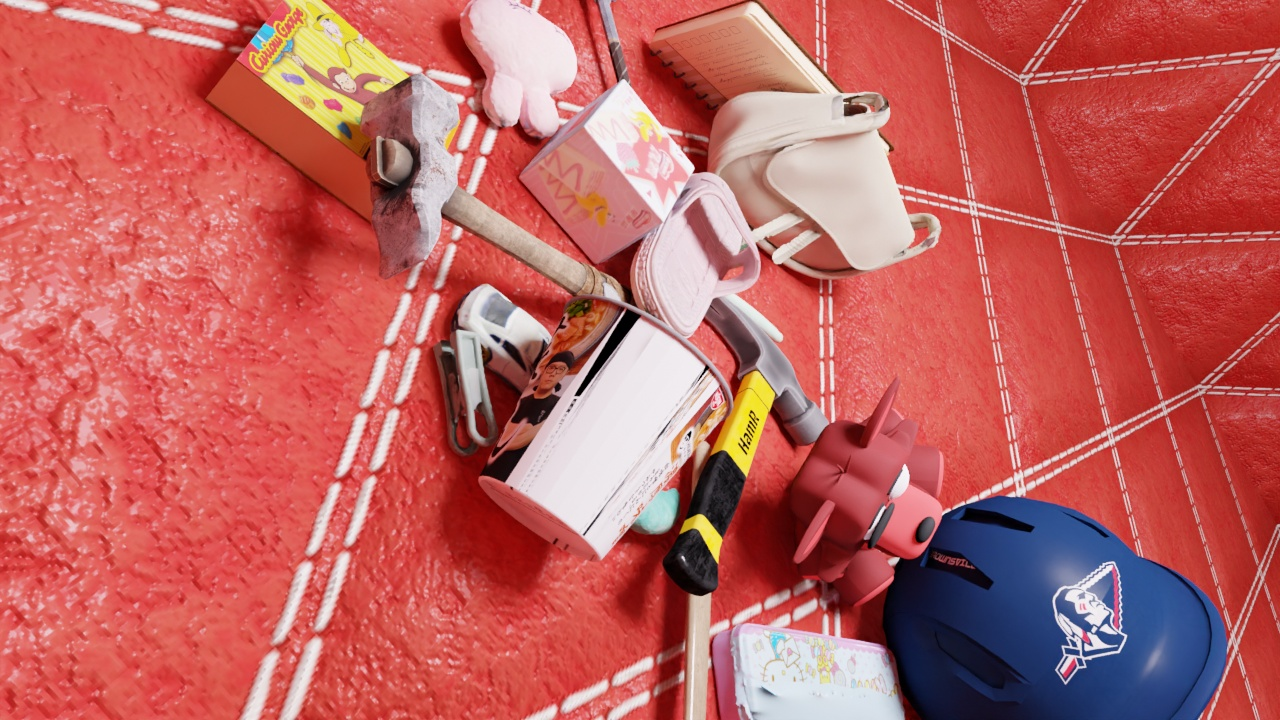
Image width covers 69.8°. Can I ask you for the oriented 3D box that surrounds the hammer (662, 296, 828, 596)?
[{"bbox_3d":[0.071,0.064,0.715,0.170,0.034,0.323,52,30,-12],"label":"hammer"}]

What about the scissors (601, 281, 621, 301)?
[{"bbox_3d":[-0.006,0.008,0.654,0.136,0.019,0.138,12,85,-61],"label":"scissors"}]

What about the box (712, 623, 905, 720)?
[{"bbox_3d":[0.136,0.249,0.705,0.214,0.033,0.076,22,52,-41],"label":"box"}]

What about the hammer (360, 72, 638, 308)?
[{"bbox_3d":[-0.060,-0.064,0.615,0.318,0.049,0.121,28,47,-55],"label":"hammer"}]

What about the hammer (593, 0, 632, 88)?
[{"bbox_3d":[-0.019,-0.267,0.837,0.098,0.044,0.321,6,64,-49],"label":"hammer"}]

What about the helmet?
[{"bbox_3d":[0.330,0.225,0.763,0.231,0.273,0.223,-44,116,-20],"label":"helmet"}]

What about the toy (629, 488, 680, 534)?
[{"bbox_3d":[-0.007,0.081,0.644,0.105,0.033,0.084,56,22,-12],"label":"toy"}]

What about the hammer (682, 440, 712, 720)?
[{"bbox_3d":[0.041,0.191,0.612,0.330,0.031,0.119,-82,153,-42],"label":"hammer"}]

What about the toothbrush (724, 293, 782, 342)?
[{"bbox_3d":[0.082,-0.061,0.851,0.154,0.015,0.022,38,12,-29],"label":"toothbrush"}]

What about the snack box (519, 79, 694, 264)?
[{"bbox_3d":[-0.024,-0.149,0.724,0.095,0.080,0.092,49,39,-19],"label":"snack box"}]

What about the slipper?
[{"bbox_3d":[0.056,-0.097,0.751,0.094,0.065,0.238,61,29,-19],"label":"slipper"}]

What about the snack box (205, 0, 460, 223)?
[{"bbox_3d":[-0.184,-0.154,0.568,0.126,0.040,0.088,38,43,-29],"label":"snack box"}]

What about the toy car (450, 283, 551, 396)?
[{"bbox_3d":[-0.078,-0.007,0.611,0.105,0.033,0.047,44,38,-25],"label":"toy car"}]

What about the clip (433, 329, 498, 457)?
[{"bbox_3d":[-0.107,0.020,0.562,0.023,0.044,0.076,5,64,-47],"label":"clip"}]

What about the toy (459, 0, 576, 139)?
[{"bbox_3d":[-0.094,-0.227,0.720,0.108,0.053,0.105,10,75,-48],"label":"toy"}]

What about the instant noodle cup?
[{"bbox_3d":[-0.027,0.046,0.554,0.123,0.124,0.121,44,67,-23],"label":"instant noodle cup"}]

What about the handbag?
[{"bbox_3d":[0.179,-0.153,0.903,0.229,0.184,0.131,44,44,-47],"label":"handbag"}]

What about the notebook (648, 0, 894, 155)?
[{"bbox_3d":[0.128,-0.265,0.924,0.225,0.168,0.024,34,77,-33],"label":"notebook"}]

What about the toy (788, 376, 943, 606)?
[{"bbox_3d":[0.178,0.109,0.734,0.120,0.158,0.197,31,-7,23],"label":"toy"}]
